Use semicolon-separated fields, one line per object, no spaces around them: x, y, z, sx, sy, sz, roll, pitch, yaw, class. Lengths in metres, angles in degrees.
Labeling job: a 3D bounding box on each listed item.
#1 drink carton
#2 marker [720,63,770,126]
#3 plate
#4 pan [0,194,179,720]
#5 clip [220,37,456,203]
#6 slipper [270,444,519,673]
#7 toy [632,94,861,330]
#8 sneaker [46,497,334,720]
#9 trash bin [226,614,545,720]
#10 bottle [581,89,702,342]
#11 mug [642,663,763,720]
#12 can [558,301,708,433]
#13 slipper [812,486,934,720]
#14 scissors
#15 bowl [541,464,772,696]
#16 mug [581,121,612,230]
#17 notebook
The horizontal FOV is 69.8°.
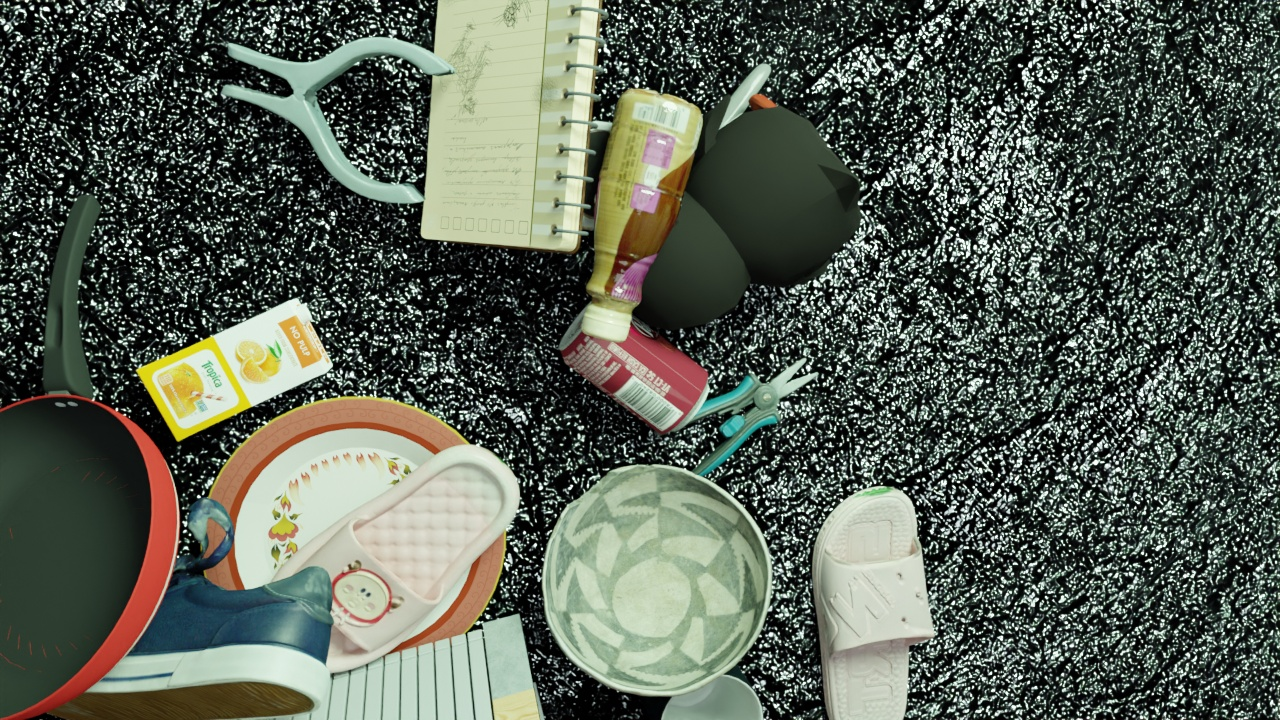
-0.296;0.004;0.684;0.122;0.040;0.058;-26;101;-7;drink carton
0.059;-0.186;0.743;0.022;0.016;0.138;36;88;10;marker
-0.223;0.140;0.726;0.229;0.021;0.230;-1;98;-11;plate
-0.397;0.057;0.624;0.209;0.067;0.355;-4;69;14;pan
-0.204;-0.209;0.659;0.174;0.030;0.159;33;103;-8;clip
-0.185;0.153;0.693;0.221;0.055;0.107;-40;104;-2;slipper
0.066;-0.095;0.689;0.184;0.140;0.159;-38;114;-1;toy
-0.350;0.187;0.659;0.295;0.127;0.121;-9;140;14;sneaker
-0.189;0.320;0.681;0.246;0.142;0.142;-13;111;-9;trash bin
-0.005;-0.095;0.624;0.059;0.059;0.166;13;96;-13;bottle
0.038;0.294;0.760;0.085;0.094;0.121;28;91;-13;mug
-0.004;0.004;0.729;0.114;0.063;0.063;37;89;-13;can
0.204;0.231;0.801;0.094;0.064;0.239;-3;99;-11;slipper
0.079;0.049;0.774;0.123;0.019;0.148;20;88;-9;scissors
0.012;0.181;0.734;0.178;0.081;0.178;-1;62;1;bowl
-0.043;-0.148;0.688;0.073;0.089;0.105;-35;102;-5;mug
-0.091;-0.193;0.645;0.024;0.168;0.225;-2;100;-50;notebook
